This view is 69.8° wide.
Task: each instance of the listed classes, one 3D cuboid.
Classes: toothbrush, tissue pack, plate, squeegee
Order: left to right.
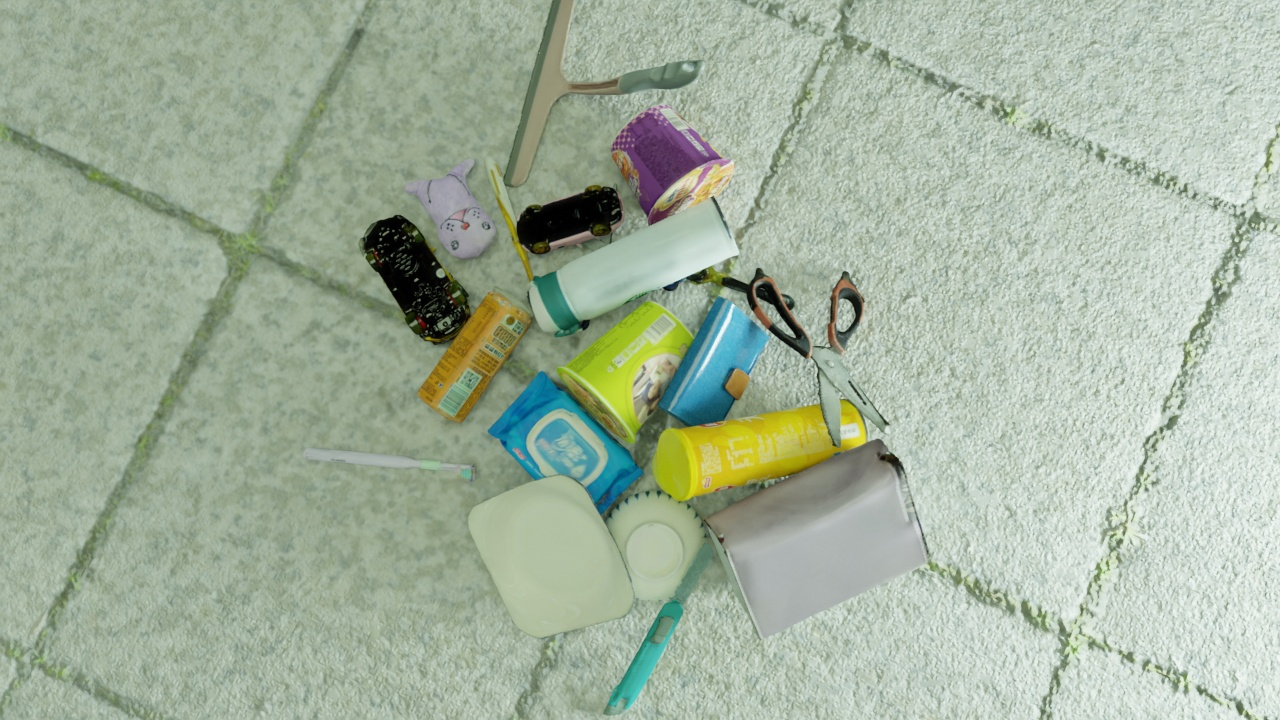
[{"bbox_3d":[-0.274,0.112,0.997,0.189,0.029,0.021,6,44,3],"label":"toothbrush"},{"bbox_3d":[-0.142,-0.140,1.021,0.016,0.018,0.191,-23,84,29],"label":"toothbrush"},{"bbox_3d":[-0.088,0.200,0.950,0.165,0.034,0.163,-22,95,29],"label":"plate"},{"bbox_3d":[-0.081,0.094,0.979,0.095,0.052,0.157,-45,85,-4],"label":"tissue pack"},{"bbox_3d":[-0.024,-0.298,0.981,0.250,0.040,0.247,10,82,41],"label":"squeegee"}]

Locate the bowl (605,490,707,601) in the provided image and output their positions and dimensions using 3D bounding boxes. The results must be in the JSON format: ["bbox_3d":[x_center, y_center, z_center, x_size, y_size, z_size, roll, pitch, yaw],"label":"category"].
[{"bbox_3d":[0.014,0.196,0.960,0.116,0.066,0.116,0,84,1],"label":"bowl"}]

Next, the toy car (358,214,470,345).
[{"bbox_3d":[-0.245,-0.091,1.005,0.071,0.041,0.156,-36,80,-3],"label":"toy car"}]

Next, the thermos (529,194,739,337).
[{"bbox_3d":[-0.010,-0.094,0.968,0.224,0.073,0.073,-24,84,7],"label":"thermos"}]

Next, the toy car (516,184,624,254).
[{"bbox_3d":[-0.076,-0.152,1.002,0.122,0.037,0.056,-14,74,13],"label":"toy car"}]

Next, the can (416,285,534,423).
[{"bbox_3d":[-0.176,-0.006,0.988,0.058,0.058,0.146,34,85,4],"label":"can"}]

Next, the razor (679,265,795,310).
[{"bbox_3d":[0.103,-0.085,1.011,0.143,0.022,0.043,20,94,4],"label":"razor"}]

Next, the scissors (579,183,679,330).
[{"bbox_3d":[-0.040,-0.110,1.015,0.173,0.012,0.162,32,91,11],"label":"scissors"}]

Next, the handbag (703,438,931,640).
[{"bbox_3d":[0.175,0.174,0.925,0.197,0.098,0.145,-24,128,-3],"label":"handbag"}]

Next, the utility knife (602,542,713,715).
[{"bbox_3d":[0.020,0.282,0.947,0.029,0.013,0.223,23,103,-18],"label":"utility knife"}]

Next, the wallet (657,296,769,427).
[{"bbox_3d":[0.079,0.010,0.967,0.040,0.106,0.133,27,85,37],"label":"wallet"}]

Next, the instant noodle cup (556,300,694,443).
[{"bbox_3d":[-0.006,0.006,0.967,0.111,0.112,0.123,44,77,5],"label":"instant noodle cup"}]

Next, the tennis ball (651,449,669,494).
[{"bbox_3d":[0.045,0.112,0.969,0.065,0.065,0.065,0,84,0],"label":"tennis ball"}]

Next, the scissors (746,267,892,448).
[{"bbox_3d":[0.190,-0.016,0.964,0.189,0.015,0.226,24,58,0],"label":"scissors"}]

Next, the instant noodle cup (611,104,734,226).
[{"bbox_3d":[0.027,-0.212,0.989,0.111,0.111,0.099,-36,75,-3],"label":"instant noodle cup"}]

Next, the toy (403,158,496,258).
[{"bbox_3d":[-0.201,-0.163,1.015,0.083,0.039,0.108,-28,83,-9],"label":"toy"}]

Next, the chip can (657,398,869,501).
[{"bbox_3d":[0.126,0.087,0.930,0.213,0.072,0.072,-9,83,-23],"label":"chip can"}]
